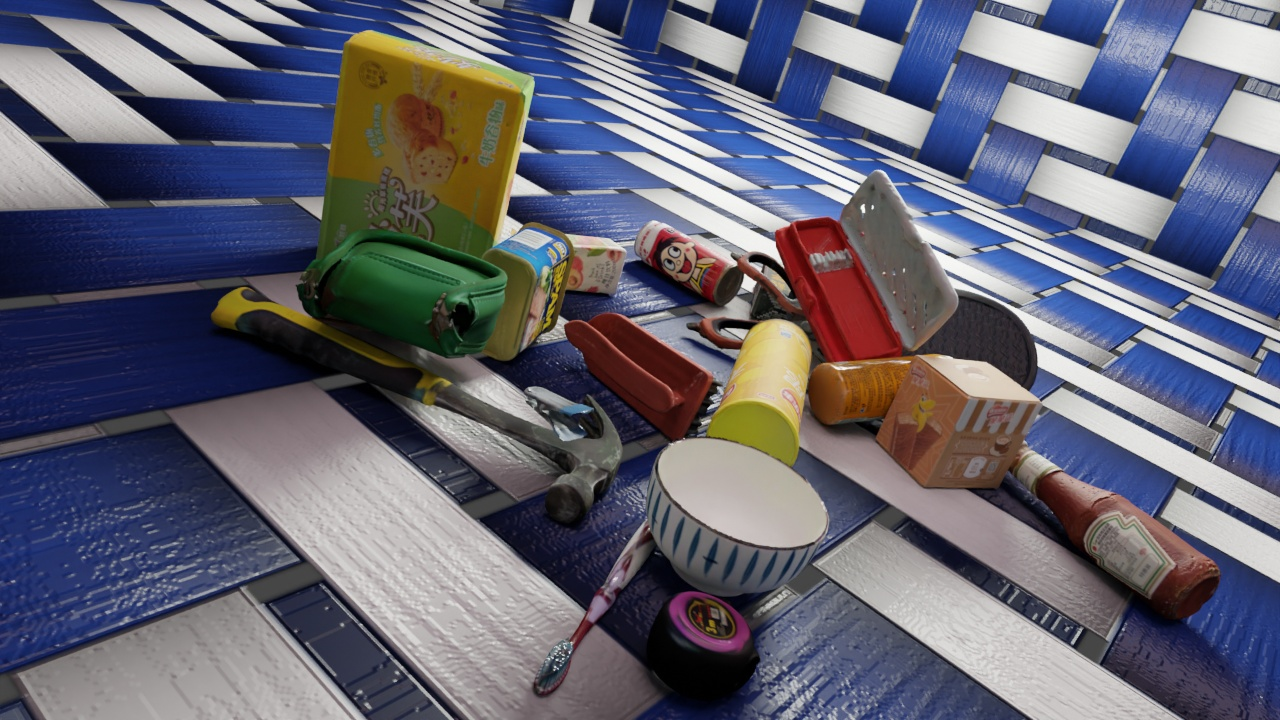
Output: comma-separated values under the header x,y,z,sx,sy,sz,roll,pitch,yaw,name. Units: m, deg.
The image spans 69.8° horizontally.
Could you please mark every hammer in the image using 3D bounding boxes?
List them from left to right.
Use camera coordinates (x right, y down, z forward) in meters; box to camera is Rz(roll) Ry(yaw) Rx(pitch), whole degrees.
x,y,z,sx,sy,sz,roll,pitch,yaw,name
-0.163,0.018,0.673,0.323,0.032,0.125,23,24,10,hammer

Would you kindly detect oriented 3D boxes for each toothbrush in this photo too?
x,y,z,sx,sy,sz,roll,pitch,yaw,name
-0.018,0.134,0.544,0.016,0.017,0.187,25,25,12,toothbrush

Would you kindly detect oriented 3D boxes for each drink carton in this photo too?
x,y,z,sx,sy,sz,roll,pitch,yaw,name
-0.081,-0.104,0.964,0.122,0.054,0.045,2,25,-31,drink carton

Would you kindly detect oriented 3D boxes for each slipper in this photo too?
x,y,z,sx,sy,sz,roll,pitch,yaw,name
0.293,-0.029,0.997,0.268,0.110,0.083,20,-5,22,slipper

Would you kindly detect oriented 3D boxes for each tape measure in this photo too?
x,y,z,sx,sy,sz,roll,pitch,yaw,name
0.032,0.158,0.505,0.057,0.039,0.057,11,25,-28,tape measure

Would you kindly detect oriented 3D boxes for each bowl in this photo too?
x,y,z,sx,sy,sz,roll,pitch,yaw,name
0.055,0.108,0.592,0.116,0.066,0.116,15,25,-7,bowl

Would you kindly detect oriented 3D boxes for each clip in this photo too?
x,y,z,sx,sy,sz,roll,pitch,yaw,name
-0.061,0.035,0.648,0.058,0.043,0.026,31,29,34,clip

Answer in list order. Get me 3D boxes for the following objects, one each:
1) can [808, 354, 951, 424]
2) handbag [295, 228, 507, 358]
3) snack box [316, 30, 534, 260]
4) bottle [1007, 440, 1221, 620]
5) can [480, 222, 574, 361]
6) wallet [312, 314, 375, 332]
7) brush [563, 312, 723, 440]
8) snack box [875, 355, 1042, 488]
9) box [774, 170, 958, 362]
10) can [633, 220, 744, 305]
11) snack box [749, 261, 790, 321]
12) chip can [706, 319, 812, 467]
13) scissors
x,y,z,sx,sy,sz,roll,pitch,yaw,name
0.235,0.027,0.877,0.145,0.058,0.058,-4,31,-23,can
-0.172,-0.050,0.682,0.131,0.068,0.120,18,12,4,handbag
-0.195,-0.169,0.830,0.157,0.210,0.070,15,26,-6,snack box
0.387,0.133,0.786,0.059,0.060,0.206,3,28,-31,bottle
-0.105,-0.059,0.793,0.057,0.102,0.083,22,27,9,can
-0.221,-0.048,0.778,0.101,0.020,0.115,11,22,-16,wallet
-0.005,0.004,0.774,0.069,0.063,0.146,11,20,-49,brush
0.287,0.056,0.832,0.092,0.094,0.077,5,27,-27,snack box
0.231,-0.088,0.948,0.074,0.155,0.201,36,29,-49,box
0.056,-0.117,1.088,0.133,0.053,0.053,34,28,30,can
0.193,-0.072,1.103,0.113,0.053,0.125,19,29,1,snack box
0.109,0.029,0.795,0.072,0.072,0.212,21,23,6,chip can
0.159,-0.042,0.970,0.225,0.015,0.188,6,51,-2,scissors
